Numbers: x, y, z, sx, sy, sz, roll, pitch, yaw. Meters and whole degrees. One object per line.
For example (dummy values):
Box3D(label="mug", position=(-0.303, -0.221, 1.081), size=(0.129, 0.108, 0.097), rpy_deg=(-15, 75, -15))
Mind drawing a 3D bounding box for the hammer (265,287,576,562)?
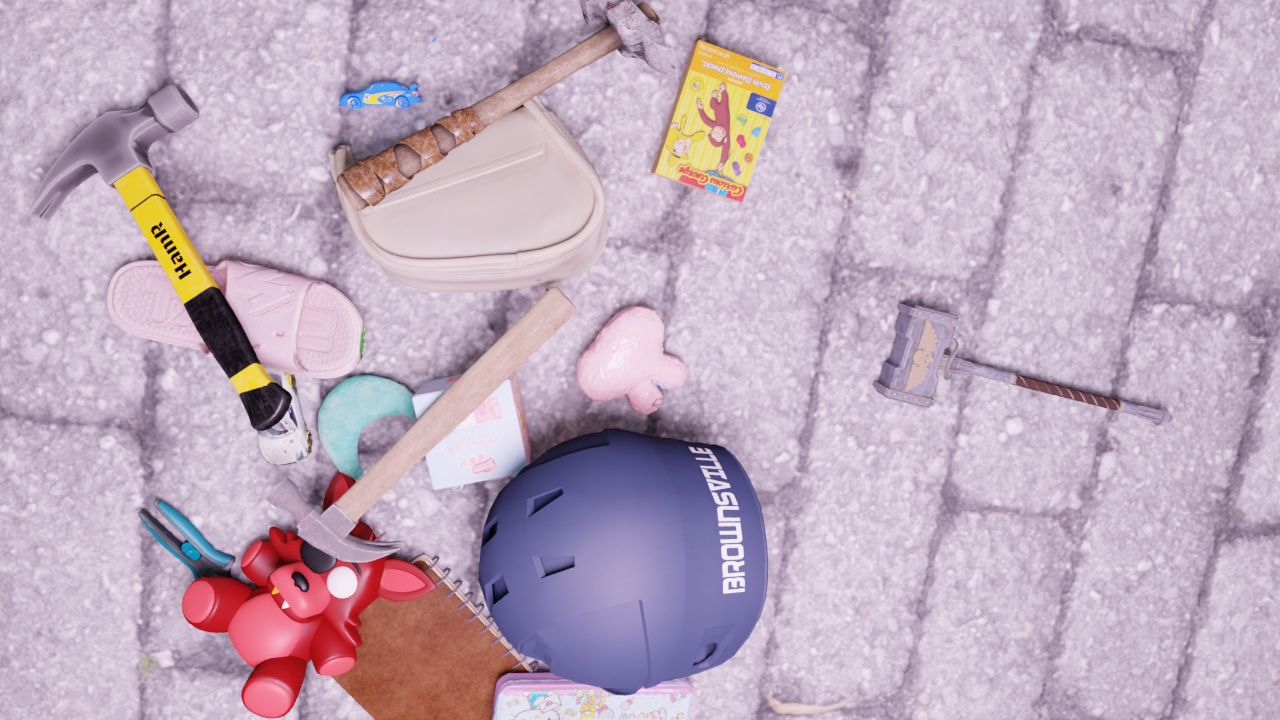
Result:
Box3D(label="hammer", position=(-0.186, 0.056, 0.839), size=(0.331, 0.030, 0.119), rpy_deg=(-44, 99, 4))

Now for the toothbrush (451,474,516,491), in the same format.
Box3D(label="toothbrush", position=(-0.118, 0.114, 0.938), size=(0.154, 0.015, 0.022), rpy_deg=(-8, 136, -3))

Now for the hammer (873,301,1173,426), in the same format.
Box3D(label="hammer", position=(0.411, 0.025, 0.956), size=(0.322, 0.044, 0.098), rpy_deg=(14, 100, -8))

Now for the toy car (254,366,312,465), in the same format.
Box3D(label="toy car", position=(-0.356, 0.053, 0.896), size=(0.048, 0.033, 0.105), rpy_deg=(-12, 103, -5))

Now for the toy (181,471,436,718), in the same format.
Box3D(label="toy", position=(-0.321, 0.226, 0.892), size=(0.197, 0.120, 0.158), rpy_deg=(-41, 78, -1))

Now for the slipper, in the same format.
Box3D(label="slipper", position=(-0.376, -0.046, 0.848), size=(0.239, 0.064, 0.094), rpy_deg=(11, 84, -4))

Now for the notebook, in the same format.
Box3D(label="notebook", position=(-0.211, 0.328, 0.968), size=(0.167, 0.024, 0.225), rpy_deg=(-38, 103, 4))

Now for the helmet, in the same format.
Box3D(label="helmet", position=(-0.040, 0.185, 0.836), size=(0.222, 0.273, 0.232), rpy_deg=(0, 59, -24))

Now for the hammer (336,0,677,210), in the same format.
Box3D(label="hammer", position=(-0.119, -0.226, 0.804), size=(0.318, 0.049, 0.121), rpy_deg=(-33, 68, -8))

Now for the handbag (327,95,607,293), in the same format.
Box3D(label="handbag", position=(-0.153, -0.141, 0.861), size=(0.229, 0.132, 0.184), rpy_deg=(-19, 77, -5))

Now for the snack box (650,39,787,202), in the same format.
Box3D(label="snack box", position=(0.073, -0.225, 0.875), size=(0.088, 0.040, 0.126), rpy_deg=(17, 99, -9))

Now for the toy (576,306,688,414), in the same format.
Box3D(label="toy", position=(-0.005, 0.005, 0.912), size=(0.105, 0.053, 0.108), rpy_deg=(41, 95, -22))

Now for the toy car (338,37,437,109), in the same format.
Box3D(label="toy car", position=(-0.231, -0.263, 0.840), size=(0.092, 0.033, 0.062), rpy_deg=(-2, 108, -5))

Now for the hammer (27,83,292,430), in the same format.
Box3D(label="hammer", position=(-0.406, -0.078, 0.810), size=(0.170, 0.034, 0.324), rpy_deg=(-34, 82, -1))

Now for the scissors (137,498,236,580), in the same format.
Box3D(label="scissors", position=(-0.448, 0.203, 0.924), size=(0.138, 0.019, 0.136), rpy_deg=(0, 104, -7))

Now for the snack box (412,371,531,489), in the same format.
Box3D(label="snack box", position=(-0.160, 0.063, 0.891), size=(0.093, 0.079, 0.095), rpy_deg=(-11, 100, -2))

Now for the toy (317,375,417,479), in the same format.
Box3D(label="toy", position=(-0.272, 0.058, 0.903), size=(0.105, 0.033, 0.085), rpy_deg=(-42, 101, 0))

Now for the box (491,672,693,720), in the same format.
Box3D(label="box", position=(-0.049, 0.368, 0.967), size=(0.214, 0.033, 0.076), rpy_deg=(5, 100, -17))
